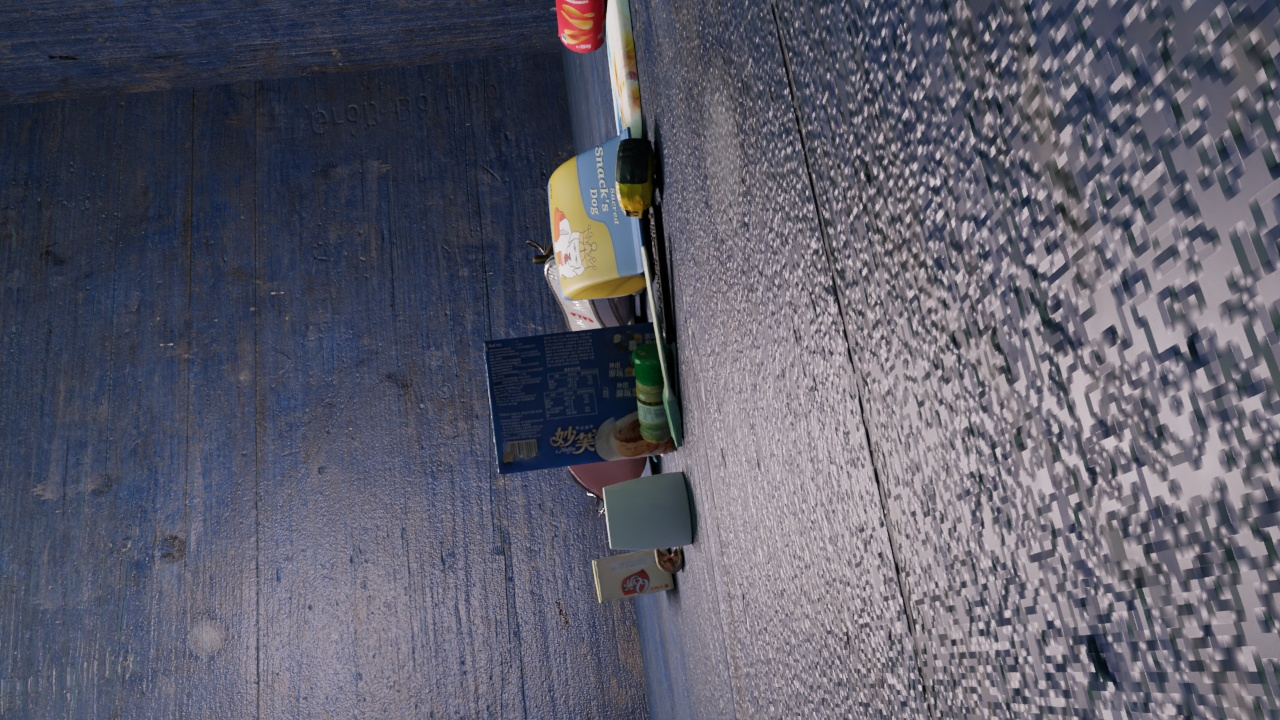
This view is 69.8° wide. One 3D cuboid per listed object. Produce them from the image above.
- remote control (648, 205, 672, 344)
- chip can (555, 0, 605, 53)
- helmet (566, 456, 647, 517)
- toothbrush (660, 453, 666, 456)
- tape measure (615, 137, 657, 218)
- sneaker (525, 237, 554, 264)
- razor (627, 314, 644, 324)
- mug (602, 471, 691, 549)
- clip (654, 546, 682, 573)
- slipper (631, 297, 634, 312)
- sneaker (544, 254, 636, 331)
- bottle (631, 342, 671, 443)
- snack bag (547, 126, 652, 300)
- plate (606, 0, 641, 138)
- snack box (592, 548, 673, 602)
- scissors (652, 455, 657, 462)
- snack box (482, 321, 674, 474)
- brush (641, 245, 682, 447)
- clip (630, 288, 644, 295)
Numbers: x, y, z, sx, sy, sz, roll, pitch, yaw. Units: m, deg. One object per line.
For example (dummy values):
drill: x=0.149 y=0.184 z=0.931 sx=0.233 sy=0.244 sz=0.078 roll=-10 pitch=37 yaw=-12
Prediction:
remote control: x=0.021 y=-0.087 z=0.931 sx=0.030 sy=0.009 sz=0.140 roll=-122 pitch=26 yaw=-80
chip can: x=-0.080 y=-0.497 z=1.203 sx=0.233 sy=0.073 sz=0.073 roll=97 pitch=165 yaw=-77
helmet: x=-0.072 y=0.113 z=1.418 sx=0.230 sy=0.152 sz=0.255 roll=57 pitch=179 yaw=7
toothbrush: x=0.016 y=0.091 z=1.235 sx=0.181 sy=0.018 sz=0.016 roll=-112 pitch=15 yaw=-72
tape measure: x=-0.002 y=-0.180 z=0.890 sx=0.064 sy=0.037 sz=0.065 roll=80 pitch=-166 yaw=-61
sneaker: x=-0.114 y=-0.165 z=1.540 sx=0.237 sy=0.143 sz=0.101 roll=-28 pitch=-69 yaw=-77
razor: x=-0.007 y=0.007 z=1.198 sx=0.057 sy=0.060 sz=0.155 roll=69 pitch=-151 yaw=-54
mug: x=0.006 y=0.173 z=1.020 sx=0.114 sy=0.087 sz=0.080 roll=94 pitch=168 yaw=-69
clip: x=0.043 y=0.246 z=1.135 sx=0.060 sy=0.040 sz=0.024 roll=48 pitch=-151 yaw=-55
slipper: x=-0.055 y=-0.158 z=1.359 sx=0.264 sy=0.082 sz=0.101 roll=87 pitch=172 yaw=-45
sneaker: x=-0.041 y=-0.094 z=1.272 sx=0.128 sy=0.097 sz=0.263 roll=-57 pitch=-32 yaw=-23
bottle: x=0.016 y=0.036 z=0.995 sx=0.043 sy=0.043 sz=0.111 roll=-103 pitch=7 yaw=-58
snack bag: x=-0.034 y=-0.159 z=1.049 sx=0.205 sy=0.102 sz=0.159 roll=164 pitch=100 yaw=-72
plate: x=-0.022 y=-0.332 z=1.058 sx=0.187 sy=0.016 sz=0.187 roll=180 pitch=83 yaw=-86
snack box: x=-0.014 y=0.325 z=1.390 sx=0.230 sy=0.110 sz=0.061 roll=99 pitch=160 yaw=-76
scissors: x=-0.004 y=0.085 z=1.310 sx=0.140 sy=0.013 sz=0.114 roll=65 pitch=175 yaw=-16
snack box: x=-0.072 y=0.043 z=1.072 sx=0.069 sy=0.202 sz=0.155 roll=140 pitch=123 yaw=-86
brush: x=0.021 y=-0.012 z=0.924 sx=0.033 sy=0.012 sz=0.218 roll=-112 pitch=10 yaw=-65
clip: x=-0.008 y=-0.123 z=1.184 sx=0.049 sy=0.023 sz=0.078 roll=99 pitch=166 yaw=-78
